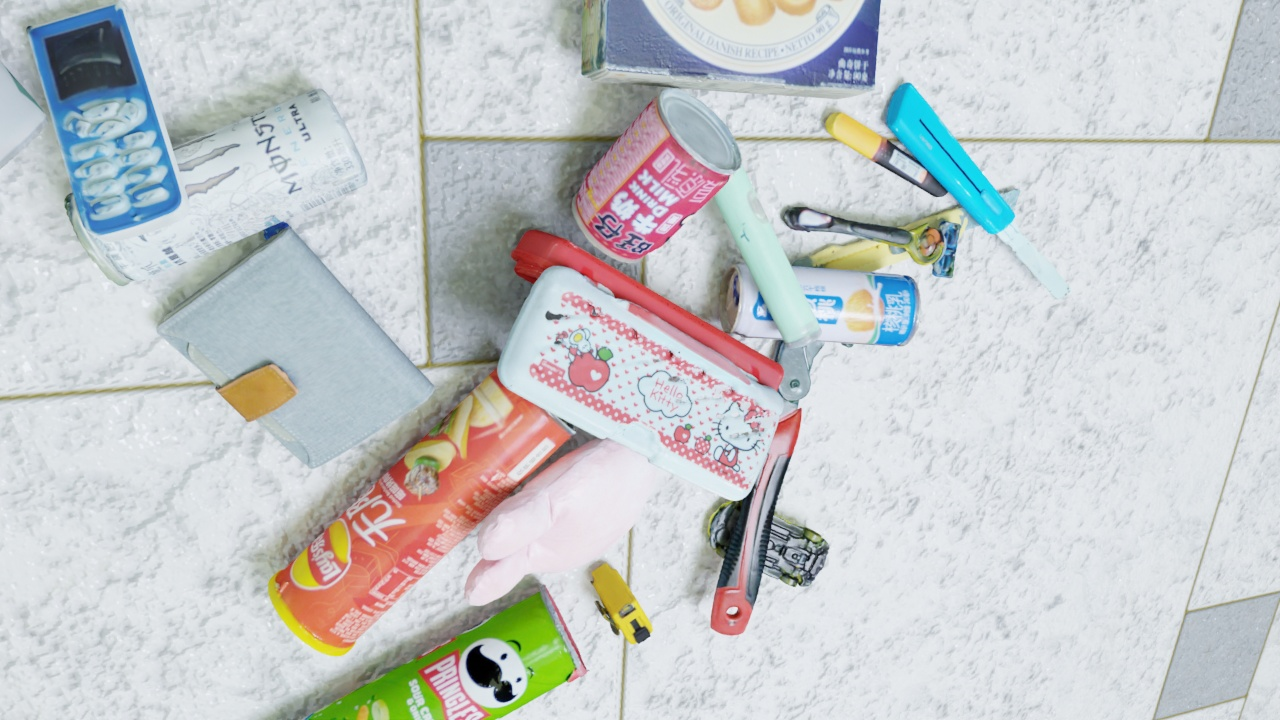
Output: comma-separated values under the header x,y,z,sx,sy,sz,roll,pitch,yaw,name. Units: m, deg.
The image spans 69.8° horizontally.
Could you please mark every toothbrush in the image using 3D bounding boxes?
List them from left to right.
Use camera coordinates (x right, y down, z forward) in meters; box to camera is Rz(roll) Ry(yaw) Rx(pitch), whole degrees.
x,y,z,sx,sy,sz,roll,pitch,yaw,name
0.060,-0.110,0.596,0.026,0.027,0.224,-37,102,-50,toothbrush

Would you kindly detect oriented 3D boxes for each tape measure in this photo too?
x,y,z,sx,sy,sz,roll,pitch,yaw,name
-0.016,0.189,0.699,0.029,0.060,0.057,-32,124,-9,tape measure

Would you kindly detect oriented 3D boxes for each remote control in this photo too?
x,y,z,sx,sy,sz,roll,pitch,yaw,name
-0.268,-0.121,0.464,0.049,0.024,0.125,-20,81,-9,remote control

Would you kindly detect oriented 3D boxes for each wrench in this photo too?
x,y,z,sx,sy,sz,roll,pitch,yaw,name
0.102,0.084,0.706,0.056,0.016,0.273,16,96,-13,wrench

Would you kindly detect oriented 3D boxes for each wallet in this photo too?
x,y,z,sx,sy,sz,roll,pitch,yaw,name
-0.207,0.000,0.552,0.107,0.037,0.130,-32,116,11,wallet

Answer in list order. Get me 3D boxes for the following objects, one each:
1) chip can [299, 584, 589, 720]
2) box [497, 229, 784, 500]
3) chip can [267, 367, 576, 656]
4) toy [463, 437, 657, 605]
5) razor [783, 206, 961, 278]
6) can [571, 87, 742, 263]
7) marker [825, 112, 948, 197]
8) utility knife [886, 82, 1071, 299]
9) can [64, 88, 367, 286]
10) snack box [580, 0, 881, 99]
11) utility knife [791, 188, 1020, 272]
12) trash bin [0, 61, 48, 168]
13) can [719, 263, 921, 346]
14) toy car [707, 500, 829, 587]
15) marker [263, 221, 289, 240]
x,y,z,sx,sy,sz,roll,pitch,yaw,name
-0.157,0.251,0.662,0.236,0.072,0.072,-27,117,-9,chip can
-0.002,0.005,0.598,0.201,0.110,0.100,29,90,-28,box
-0.142,0.096,0.606,0.216,0.073,0.073,-43,119,0,chip can
-0.053,0.107,0.625,0.159,0.054,0.122,-20,141,-45,toy
0.172,-0.093,0.669,0.142,0.022,0.042,9,90,-14,razor
0.008,-0.111,0.566,0.066,0.066,0.094,28,130,-28,can
0.181,-0.148,0.667,0.123,0.015,0.018,21,96,-29,marker
0.263,-0.118,0.695,0.234,0.018,0.034,38,78,-25,utility knife
-0.228,-0.096,0.505,0.146,0.058,0.058,-26,117,-10,can
0.058,-0.255,0.544,0.177,0.046,0.182,-2,102,-20,snack box
0.205,-0.094,0.700,0.201,0.021,0.031,-22,117,-17,utility knife
-0.400,-0.136,0.340,0.229,0.229,0.252,-37,124,-4,trash bin
0.127,-0.039,0.655,0.134,0.053,0.053,3,109,-11,can
0.101,0.145,0.742,0.105,0.032,0.048,25,95,-15,toy car
-0.191,-0.023,0.572,0.017,0.017,0.146,-29,118,-8,marker
